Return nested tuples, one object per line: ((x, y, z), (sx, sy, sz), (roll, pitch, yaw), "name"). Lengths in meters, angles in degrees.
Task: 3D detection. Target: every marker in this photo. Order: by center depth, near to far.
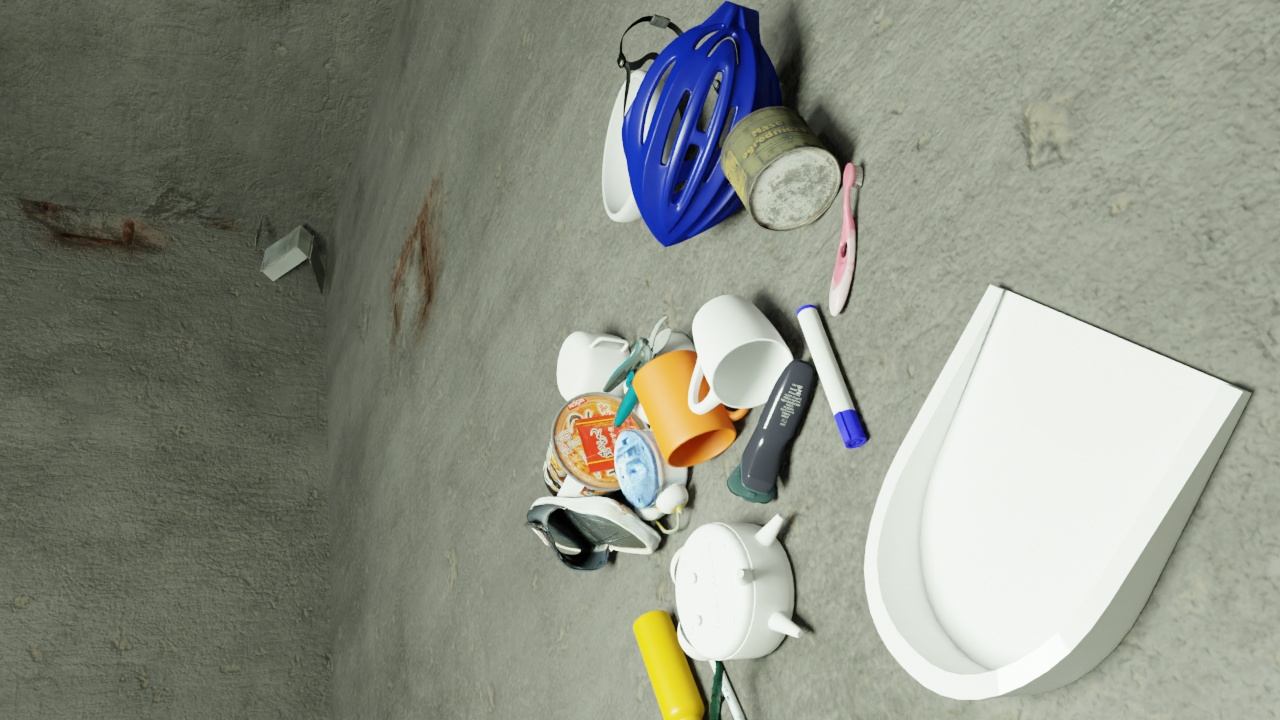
((0.165, 0.011, 0.804), (0.020, 0.020, 0.141), (-53, 41, 44), "marker")
((0.081, 0.316, 0.905), (0.011, 0.011, 0.152), (-65, 33, 31), "marker")

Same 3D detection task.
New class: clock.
((0.079, 0.217, 0.866), (0.161, 0.072, 0.125), (-39, 50, 53), "clock")
((0.015, 0.132, 1.018), (0.089, 0.051, 0.125), (-34, 69, 58), "clock")

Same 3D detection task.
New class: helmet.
((0.044, -0.258, 0.951), (0.227, 0.147, 0.242), (58, 133, 43), "helmet")

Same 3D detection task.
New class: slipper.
((-0.074, 0.216, 1.112), (0.265, 0.111, 0.063), (-18, 34, 55), "slipper")

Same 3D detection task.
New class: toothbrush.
((0.181, -0.106, 0.809), (0.022, 0.016, 0.135), (12, 97, 63), "toothbrush")

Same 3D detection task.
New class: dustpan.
((0.240, 0.098, 0.609), (0.191, 0.053, 0.258), (43, 122, 57), "dustpan")

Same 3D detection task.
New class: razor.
((0.125, 0.065, 0.850), (0.052, 0.047, 0.143), (-88, 18, -70), "razor")

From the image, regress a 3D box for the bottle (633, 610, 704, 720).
((0.033, 0.333, 0.958), (0.043, 0.043, 0.143), (-63, 34, 33), "bottle")

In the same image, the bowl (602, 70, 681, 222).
((0.010, -0.250, 1.093), (0.177, 0.066, 0.176), (-175, 91, -72), "bowl")

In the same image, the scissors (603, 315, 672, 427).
((-0.006, 0.014, 1.017), (0.126, 0.019, 0.154), (16, 96, 60), "scissors")

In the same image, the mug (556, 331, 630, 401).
((-0.057, 0.005, 1.171), (0.116, 0.068, 0.094), (-51, 42, 45), "mug")

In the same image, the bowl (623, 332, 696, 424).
((0.016, 0.022, 1.049), (0.115, 0.050, 0.114), (-22, 65, 59), "bowl")

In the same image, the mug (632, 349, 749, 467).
((0.059, 0.041, 0.941), (0.113, 0.077, 0.096), (-32, 61, 15), "mug")

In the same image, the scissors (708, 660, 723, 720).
((0.060, 0.388, 0.836), (0.137, 0.015, 0.209), (86, -167, -65), "scissors")

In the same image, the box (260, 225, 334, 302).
((-1.194, -0.325, 3.271), (0.169, 0.232, 0.166), (-32, 37, 10), "box")

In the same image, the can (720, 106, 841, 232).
((0.127, -0.176, 0.843), (0.090, 0.089, 0.074), (-61, 35, 35), "can")

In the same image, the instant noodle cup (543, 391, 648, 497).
((-0.063, 0.119, 1.120), (0.122, 0.123, 0.123), (126, 141, -57), "instant noodle cup")

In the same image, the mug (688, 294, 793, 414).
((0.083, -0.001, 0.887), (0.114, 0.081, 0.087), (-47, 34, 19), "mug")
